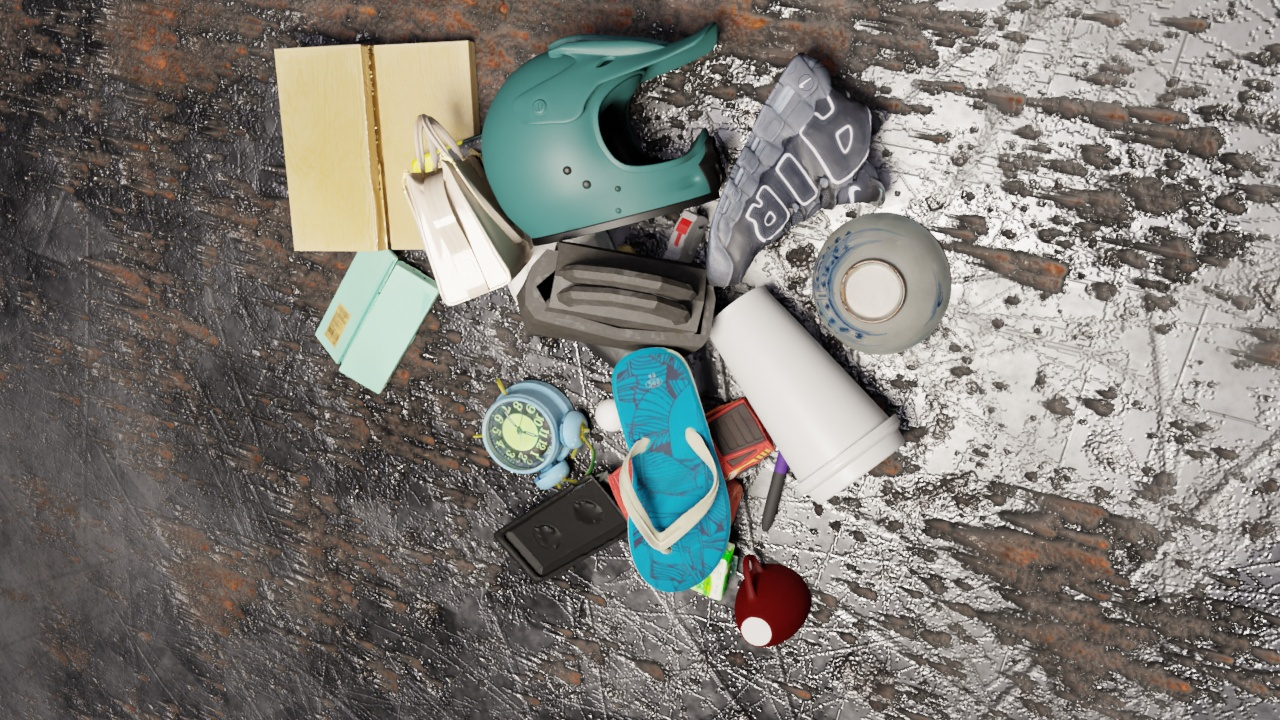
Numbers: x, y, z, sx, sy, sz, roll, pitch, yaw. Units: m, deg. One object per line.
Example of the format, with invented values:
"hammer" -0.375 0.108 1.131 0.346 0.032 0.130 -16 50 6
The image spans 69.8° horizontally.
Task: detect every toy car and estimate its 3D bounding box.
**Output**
"toy car" 0.056 0.118 1.051 0.189 0.056 0.081 -31 64 6
"toy car" -0.086 0.197 1.149 0.192 0.071 0.094 -36 100 34

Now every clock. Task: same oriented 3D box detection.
"clock" -0.127 0.095 1.156 0.162 0.060 0.118 26 110 11

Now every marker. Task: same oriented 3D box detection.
"marker" 0.160 0.140 1.067 0.015 0.018 0.134 17 112 16

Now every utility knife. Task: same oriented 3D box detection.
"utility knife" -0.191 -0.257 1.095 0.172 0.020 0.029 -21 104 5

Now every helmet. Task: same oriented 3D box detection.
"helmet" -0.038 -0.246 0.974 0.275 0.176 0.200 -12 102 15

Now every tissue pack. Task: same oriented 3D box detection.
"tissue pack" 0.064 0.237 1.099 0.099 0.034 0.114 20 140 17

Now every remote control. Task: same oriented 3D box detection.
"remote control" -0.007 0.006 1.103 0.140 0.021 0.046 40 116 9

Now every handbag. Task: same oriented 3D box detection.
"handbag" -0.202 -0.177 1.017 0.101 0.194 0.198 -20 103 6
"handbag" -0.023 -0.071 0.955 0.197 0.199 0.102 9 86 -10

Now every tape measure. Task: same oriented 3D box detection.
"tape measure" 0.052 -0.135 1.021 0.020 0.060 0.062 27 108 15

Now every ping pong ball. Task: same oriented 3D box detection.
"ping pong ball" -0.035 0.066 1.119 0.040 0.040 0.040 6 105 22

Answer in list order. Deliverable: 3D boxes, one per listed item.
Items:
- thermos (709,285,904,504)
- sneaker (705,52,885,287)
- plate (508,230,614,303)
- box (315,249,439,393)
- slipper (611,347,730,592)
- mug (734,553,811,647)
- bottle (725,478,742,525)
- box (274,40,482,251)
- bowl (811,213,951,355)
"thermos" 0.168 0.032 0.984 0.132 0.131 0.222 -42 77 26
"sneaker" 0.166 -0.169 0.924 0.151 0.097 0.252 25 85 4
"plate" -0.100 -0.112 1.117 0.157 0.014 0.157 5 104 22
"box" -0.359 -0.063 1.228 0.139 0.052 0.187 36 113 5
"slipper" 0.034 0.129 0.983 0.118 0.060 0.295 -11 109 -1
"mug" 0.142 0.283 1.069 0.087 0.088 0.114 -20 94 26
"bottle" 0.051 0.154 1.097 0.134 0.048 0.071 17 89 20
"box" -0.319 -0.261 1.138 0.253 0.068 0.247 0 104 7
"bowl" 0.245 -0.075 0.955 0.151 0.056 0.151 6 105 22
